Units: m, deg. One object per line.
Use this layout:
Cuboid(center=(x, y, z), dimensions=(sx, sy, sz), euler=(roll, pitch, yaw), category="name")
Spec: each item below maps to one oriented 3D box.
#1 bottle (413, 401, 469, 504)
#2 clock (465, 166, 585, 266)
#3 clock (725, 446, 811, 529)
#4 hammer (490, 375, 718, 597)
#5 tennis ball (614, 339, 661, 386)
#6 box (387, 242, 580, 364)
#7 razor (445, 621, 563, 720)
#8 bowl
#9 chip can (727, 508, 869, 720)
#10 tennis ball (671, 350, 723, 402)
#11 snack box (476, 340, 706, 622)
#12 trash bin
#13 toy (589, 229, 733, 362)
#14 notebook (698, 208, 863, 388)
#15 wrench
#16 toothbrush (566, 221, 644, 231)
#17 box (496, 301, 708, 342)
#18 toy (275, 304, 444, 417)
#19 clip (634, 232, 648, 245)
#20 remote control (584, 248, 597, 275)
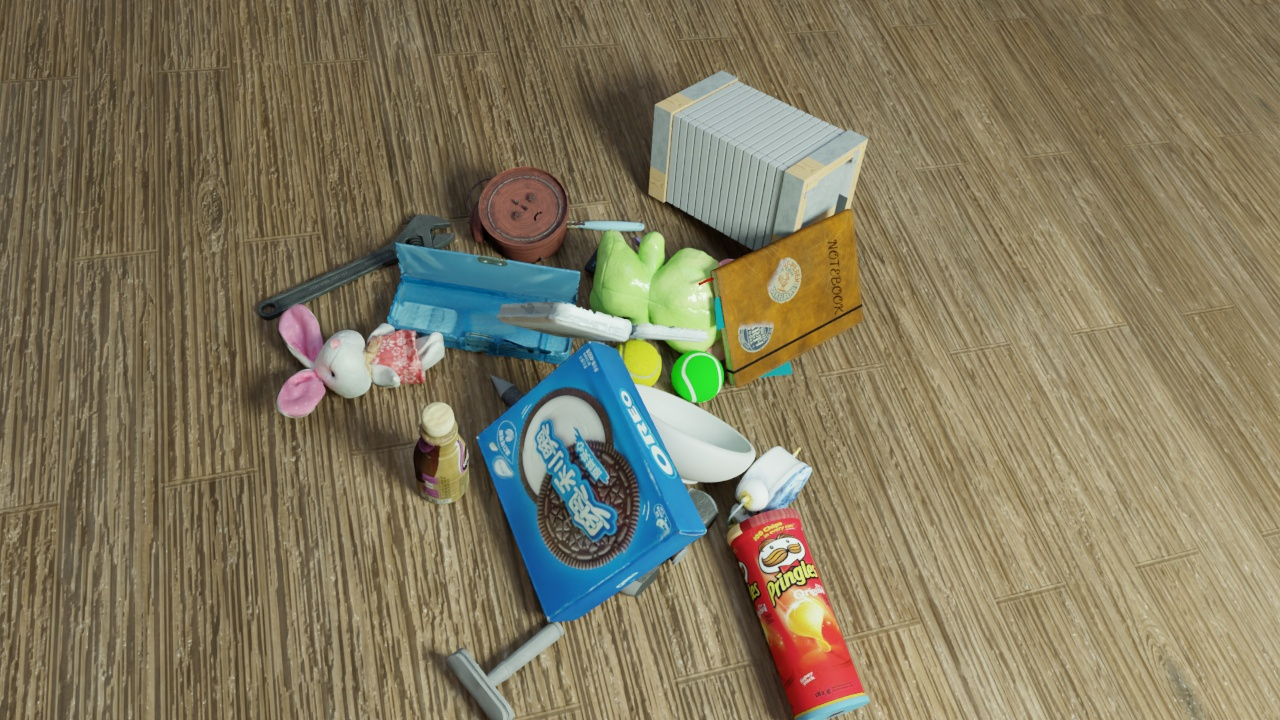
Cuboid(center=(-0.216, 0.098, 0.989), dimensions=(0.059, 0.166, 0.059), euler=(4, 58, -7), category="bottle")
Cuboid(center=(-0.164, -0.197, 1.228), dimensions=(0.158, 0.072, 0.120), euler=(32, 73, 12), category="clock")
Cuboid(center=(0.144, 0.153, 1.063), dimensions=(0.125, 0.089, 0.052), euler=(-36, 65, -29), category="clock")
Cuboid(center=(-0.069, 0.120, 1.080), dimensions=(0.322, 0.043, 0.155), euler=(41, 61, 19), category="hammer")
Cuboid(center=(-0.007, 0.007, 1.142), dimensions=(0.065, 0.066, 0.065), euler=(4, 58, -7), category="tennis ball")
Cuboid(center=(-0.193, -0.074, 1.134), dimensions=(0.231, 0.112, 0.094), euler=(9, 56, -4), category="box")
Cuboid(center=(-0.127, 0.310, 0.950), dimensions=(0.116, 0.047, 0.088), euler=(-32, 68, -34), category="razor")
Cuboid(center=(0.041, 0.095, 1.064), dimensions=(0.176, 0.176, 0.066), euler=(27, 100, 8), category="bowl")
Cuboid(center=(0.168, 0.274, 0.993), dimensions=(0.087, 0.087, 0.213), euler=(-10, 61, -16), category="chip can")
Cuboid(center=(0.071, 0.020, 1.148), dimensions=(0.065, 0.065, 0.065), euler=(4, 58, -7), category="tennis ball")
Cuboid(center=(-0.062, 0.129, 0.988), dimensions=(0.056, 0.196, 0.238), euler=(13, 44, -54), category="snack box")
Cuboid(center=(0.154, -0.263, 1.255), dimensions=(0.247, 0.143, 0.142), euler=(35, 52, 27), category="trash bin")
Cuboid(center=(0.029, -0.084, 1.161), dimensions=(0.197, 0.150, 0.107), euler=(15, 16, 13), category="toy")
Cuboid(center=(0.191, -0.071, 1.183), dimensions=(0.248, 0.178, 0.014), euler=(-26, 29, -26), category="notebook")
Cuboid(center=(-0.365, -0.120, 1.192), dimensions=(0.272, 0.018, 0.073), euler=(-30, 67, -23), category="wrench")
Cuboid(center=(-0.071, -0.191, 1.285), dimensions=(0.155, 0.016, 0.022), euler=(1, 58, -9), category="toothbrush")
Cuboid(center=(-0.049, -0.038, 1.035), dimensions=(0.191, 0.210, 0.045), euler=(8, 89, -29), category="box")
Cuboid(center=(-0.330, -0.001, 1.083), dimensions=(0.194, 0.084, 0.159), euler=(-4, 53, -10), category="toy")
Cuboid(center=(0.016, -0.162, 1.285), dimensions=(0.051, 0.014, 0.043), euler=(32, 56, 14), category="clip")
Cuboid(center=(-0.001, -0.102, 1.240), dimensions=(0.150, 0.022, 0.047), euler=(28, 57, 6), category="remote control")
